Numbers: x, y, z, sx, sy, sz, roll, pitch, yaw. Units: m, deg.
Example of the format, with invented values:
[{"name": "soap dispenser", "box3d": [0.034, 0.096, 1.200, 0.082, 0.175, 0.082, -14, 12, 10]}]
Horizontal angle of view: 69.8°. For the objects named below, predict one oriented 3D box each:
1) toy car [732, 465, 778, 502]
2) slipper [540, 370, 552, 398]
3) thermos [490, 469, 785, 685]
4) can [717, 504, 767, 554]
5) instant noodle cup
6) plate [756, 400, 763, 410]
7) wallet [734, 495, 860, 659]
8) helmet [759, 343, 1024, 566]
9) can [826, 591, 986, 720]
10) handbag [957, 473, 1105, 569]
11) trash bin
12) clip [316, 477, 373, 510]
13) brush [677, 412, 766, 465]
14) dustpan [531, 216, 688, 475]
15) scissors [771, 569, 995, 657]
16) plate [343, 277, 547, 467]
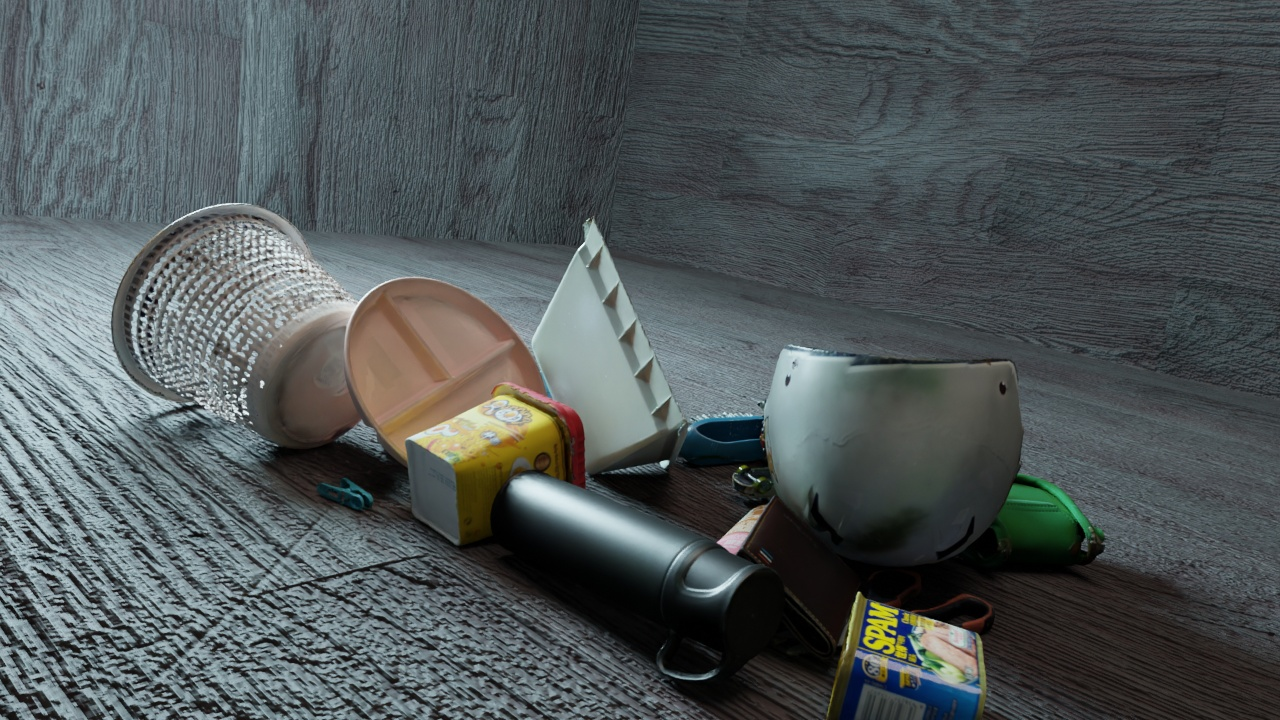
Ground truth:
[{"name": "toy car", "box3d": [0.137, 0.128, 0.947, 0.090, 0.035, 0.042, 2, 12, -28]}, {"name": "slipper", "box3d": [-0.104, 0.050, 1.062, 0.104, 0.074, 0.244, 17, 16, 39]}, {"name": "thermos", "box3d": [-0.017, 0.147, 0.647, 0.243, 0.089, 0.068, 13, -23, 47]}, {"name": "can", "box3d": [0.084, 0.158, 0.710, 0.058, 0.058, 0.147, 13, 13, 22]}, {"name": "instant noodle cup", "box3d": [-0.124, 0.092, 0.779, 0.123, 0.116, 0.116, -18, 27, -41]}, {"name": "plate", "box3d": [0.211, 0.092, 1.026, 0.179, 0.024, 0.179, 23, -5, 2]}, {"name": "wallet", "box3d": [0.117, 0.154, 0.673, 0.096, 0.020, 0.122, 49, 22, 6]}, {"name": "helmet", "box3d": [0.212, 0.100, 0.793, 0.230, 0.156, 0.274, 6, -25, 12]}, {"name": "can", "box3d": [0.169, 0.198, 0.581, 0.083, 0.057, 0.102, 14, 13, 15]}, {"name": "handbag", "box3d": [0.361, 0.157, 0.887, 0.131, 0.068, 0.120, 5, 13, -17]}, {"name": "trash bin", "box3d": [-0.369, -0.019, 0.922, 0.192, 0.228, 0.227, 29, 20, 26]}, {"name": "clip", "box3d": [-0.251, 0.115, 0.789, 0.055, 0.013, 0.038, 17, 15, 34]}, {"name": "brush", "box3d": [0.105, 0.092, 1.048, 0.143, 0.055, 0.073, 0, 13, -36]}, {"name": "dustpan", "box3d": [-0.006, 0.006, 0.951, 0.142, 0.222, 0.259, -12, -20, -35]}, {"name": "scissors", "box3d": [0.180, 0.195, 0.712, 0.202, 0.015, 0.204, 9, 13, 4]}, {"name": "plate", "box3d": [-0.186, 0.022, 0.893, 0.028, 0.229, 0.229, -36, -17, 34]}]
